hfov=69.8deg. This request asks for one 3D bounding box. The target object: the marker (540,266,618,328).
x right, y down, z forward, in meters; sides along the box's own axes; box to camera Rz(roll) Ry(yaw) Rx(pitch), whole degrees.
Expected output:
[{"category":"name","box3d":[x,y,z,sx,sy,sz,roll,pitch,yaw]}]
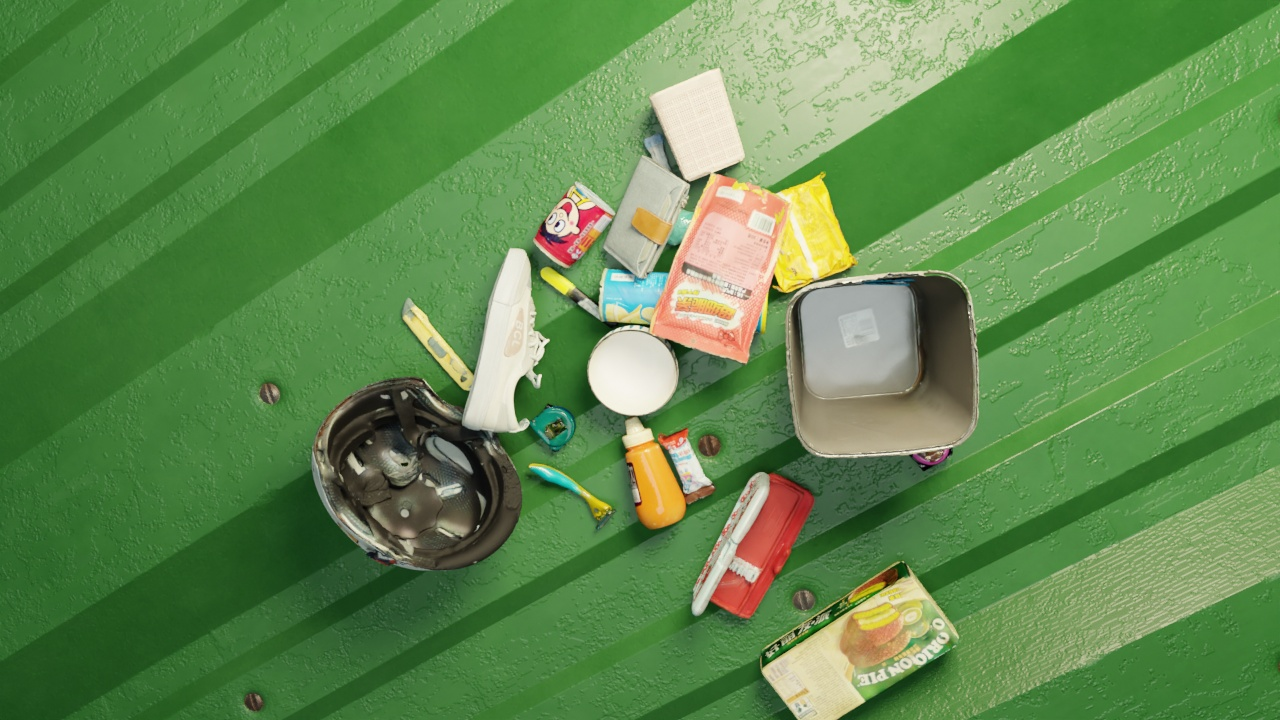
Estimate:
[{"category":"marker","box3d":[-0.080,-0.083,1.215,0.124,0.015,0.018,37,102,-3]}]

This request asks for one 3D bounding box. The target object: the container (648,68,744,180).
[{"category":"container","box3d":[0.074,-0.285,1.124,0.090,0.089,0.111,-20,99,10]}]

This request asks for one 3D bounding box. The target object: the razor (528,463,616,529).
[{"category":"razor","box3d":[-0.095,0.178,1.252,0.132,0.028,0.043,35,133,-2]}]

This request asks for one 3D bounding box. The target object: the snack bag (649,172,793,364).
[{"category":"snack bag","box3d":[0.100,-0.110,1.101,0.128,0.073,0.208,19,92,-5]}]

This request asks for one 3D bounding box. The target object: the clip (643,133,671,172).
[{"category":"clip","box3d":[0.024,-0.259,1.169,0.026,0.037,0.058,-16,98,7]}]

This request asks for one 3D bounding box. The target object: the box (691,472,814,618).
[{"category":"box","box3d":[0.147,0.251,1.199,0.094,0.100,0.201,27,102,3]}]

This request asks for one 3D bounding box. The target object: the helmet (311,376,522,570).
[{"category":"helmet","box3d":[-0.301,0.167,1.201,0.274,0.229,0.157,39,144,-4]}]

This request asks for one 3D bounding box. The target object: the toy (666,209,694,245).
[{"category":"toy","box3d":[0.069,-0.163,1.174,0.092,0.030,0.096,8,106,8]}]

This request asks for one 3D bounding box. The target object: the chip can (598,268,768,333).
[{"category":"chip can","box3d":[0.056,-0.076,1.169,0.210,0.071,0.071,4,100,7]}]

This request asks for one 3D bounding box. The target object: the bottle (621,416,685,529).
[{"category":"bottle","box3d":[0.011,0.146,1.220,0.067,0.066,0.149,-19,89,10]}]

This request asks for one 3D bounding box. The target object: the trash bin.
[{"category":"trash bin","box3d":[0.270,-0.011,1.078,0.199,0.219,0.199,-5,99,8]}]

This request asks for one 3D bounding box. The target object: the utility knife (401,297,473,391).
[{"category":"utility knife","box3d":[-0.265,-0.008,1.253,0.031,0.019,0.182,-39,97,17]}]

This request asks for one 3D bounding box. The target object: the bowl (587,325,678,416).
[{"category":"bowl","box3d":[-0.007,0.007,1.190,0.116,0.066,0.116,2,108,6]}]

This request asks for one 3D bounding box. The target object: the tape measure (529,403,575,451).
[{"category":"tape measure","box3d":[-0.116,0.089,1.242,0.054,0.025,0.058,-41,93,13]}]

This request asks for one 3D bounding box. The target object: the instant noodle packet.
[{"category":"instant noodle packet","box3d":[0.200,-0.160,1.151,0.111,0.044,0.128,-22,98,6]}]

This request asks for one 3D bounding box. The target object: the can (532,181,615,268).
[{"category":"can","box3d":[-0.086,-0.172,1.173,0.066,0.066,0.094,40,102,-1]}]

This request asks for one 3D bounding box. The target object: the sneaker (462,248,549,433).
[{"category":"sneaker","box3d":[-0.160,-0.023,1.187,0.090,0.089,0.242,13,85,-14]}]

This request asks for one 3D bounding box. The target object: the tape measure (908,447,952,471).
[{"category":"tape measure","box3d":[0.369,0.107,1.176,0.057,0.039,0.058,-31,94,11]}]

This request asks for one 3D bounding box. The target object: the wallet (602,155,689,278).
[{"category":"wallet","box3d":[0.004,-0.178,1.140,0.037,0.106,0.130,10,114,-37]}]

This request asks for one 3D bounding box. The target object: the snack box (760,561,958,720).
[{"category":"snack box","box3d":[0.287,0.381,1.221,0.240,0.063,0.114,-37,93,11]}]

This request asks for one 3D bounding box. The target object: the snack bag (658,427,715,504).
[{"category":"snack bag","box3d":[0.061,0.138,1.227,0.045,0.026,0.105,-24,98,7]}]
